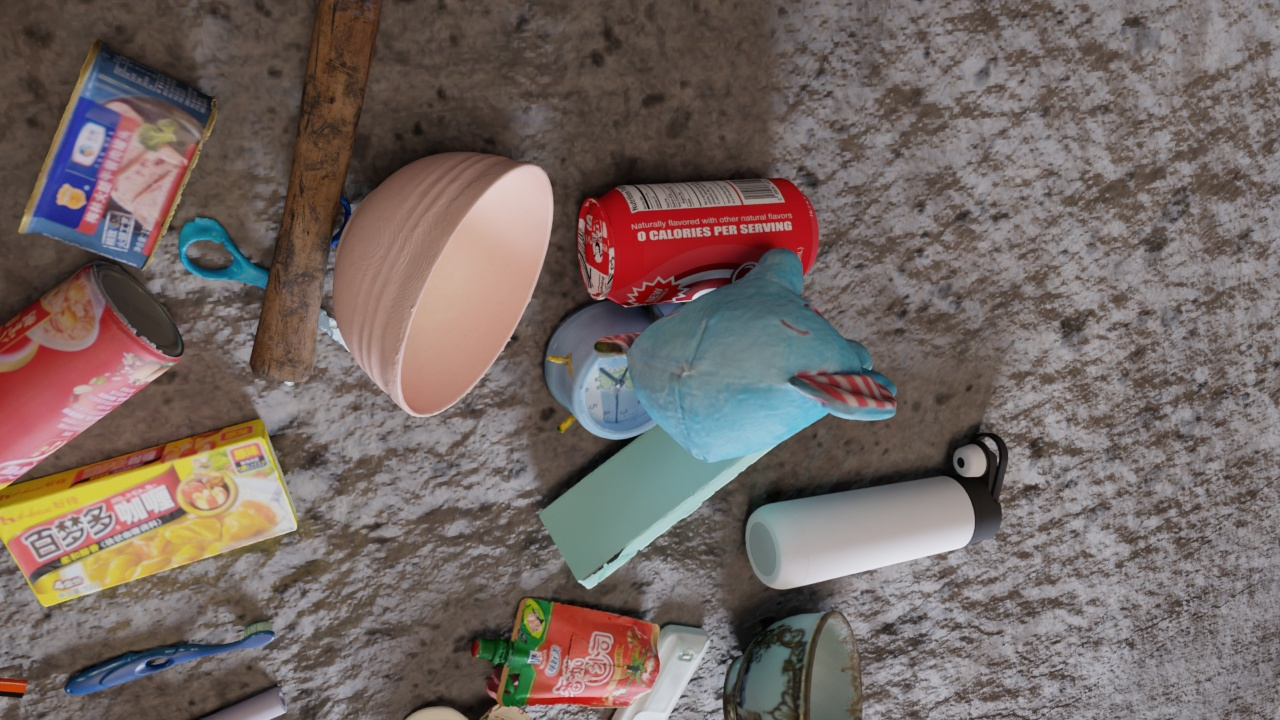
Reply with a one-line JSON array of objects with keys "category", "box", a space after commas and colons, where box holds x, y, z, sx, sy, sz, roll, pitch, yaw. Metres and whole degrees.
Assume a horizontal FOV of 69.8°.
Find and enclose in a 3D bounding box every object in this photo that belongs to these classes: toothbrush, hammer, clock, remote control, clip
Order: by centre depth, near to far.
[{"category": "hammer", "box": [-0.168, -0.143, 0.478, 0.120, 0.033, 0.331, 11, 109, -23]}, {"category": "toothbrush", "box": [-0.315, 0.200, 0.619, 0.132, 0.016, 0.021, -12, 120, -14]}, {"category": "clock", "box": [-0.004, 0.004, 0.623, 0.124, 0.051, 0.089, -16, 121, -19]}, {"category": "toothbrush", "box": [-0.345, 0.277, 0.644, 0.187, 0.018, 0.019, -21, 125, -12]}, {"category": "clip", "box": [-0.093, 0.259, 0.740, 0.043, 0.023, 0.060, -48, 126, 2]}, {"category": "remote control", "box": [0.015, 0.289, 0.802, 0.050, 0.022, 0.133, 16, 109, -30]}]

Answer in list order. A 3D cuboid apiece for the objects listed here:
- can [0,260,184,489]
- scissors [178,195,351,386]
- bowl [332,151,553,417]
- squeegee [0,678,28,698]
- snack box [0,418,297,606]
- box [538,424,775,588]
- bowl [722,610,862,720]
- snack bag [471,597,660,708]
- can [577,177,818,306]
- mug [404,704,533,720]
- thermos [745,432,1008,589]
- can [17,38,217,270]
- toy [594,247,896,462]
[{"category": "can", "box": [-0.312, 0.008, 0.484, 0.124, 0.066, 0.067, -36, 124, -2]}, {"category": "scissors", "box": [-0.196, -0.046, 0.536, 0.117, 0.014, 0.130, -39, 124, -2]}, {"category": "bowl", "box": [-0.118, -0.052, 0.509, 0.076, 0.152, 0.153, 26, 108, 11]}, {"category": "squeegee", "box": [-0.444, 0.094, 0.483, 0.249, 0.055, 0.185, 18, 97, -30]}, {"category": "snack box", "box": [-0.297, 0.092, 0.561, 0.152, 0.025, 0.075, -16, 121, -15]}, {"category": "box", "box": [0.025, 0.092, 0.685, 0.188, 0.077, 0.091, -38, 148, -1]}, {"category": "bowl", "box": [0.128, 0.297, 0.798, 0.094, 0.159, 0.160, -6, 129, 27]}, {"category": "snack bag", "box": [-0.061, 0.236, 0.734, 0.155, 0.044, 0.087, 15, 91, -24]}, {"category": "can", "box": [0.037, -0.076, 0.583, 0.142, 0.074, 0.074, -7, 119, -20]}, {"category": "mug", "box": [-0.142, 0.325, 0.734, 0.097, 0.081, 0.122, -41, 104, 10]}, {"category": "thermos", "box": [0.204, 0.123, 0.771, 0.229, 0.068, 0.101, -6, 106, -21]}, {"category": "can", "box": [-0.260, -0.099, 0.458, 0.059, 0.054, 0.100, 23, 106, -33]}, {"category": "toy", "box": [0.078, -0.008, 0.539, 0.180, 0.184, 0.115, -14, 109, -50]}]
